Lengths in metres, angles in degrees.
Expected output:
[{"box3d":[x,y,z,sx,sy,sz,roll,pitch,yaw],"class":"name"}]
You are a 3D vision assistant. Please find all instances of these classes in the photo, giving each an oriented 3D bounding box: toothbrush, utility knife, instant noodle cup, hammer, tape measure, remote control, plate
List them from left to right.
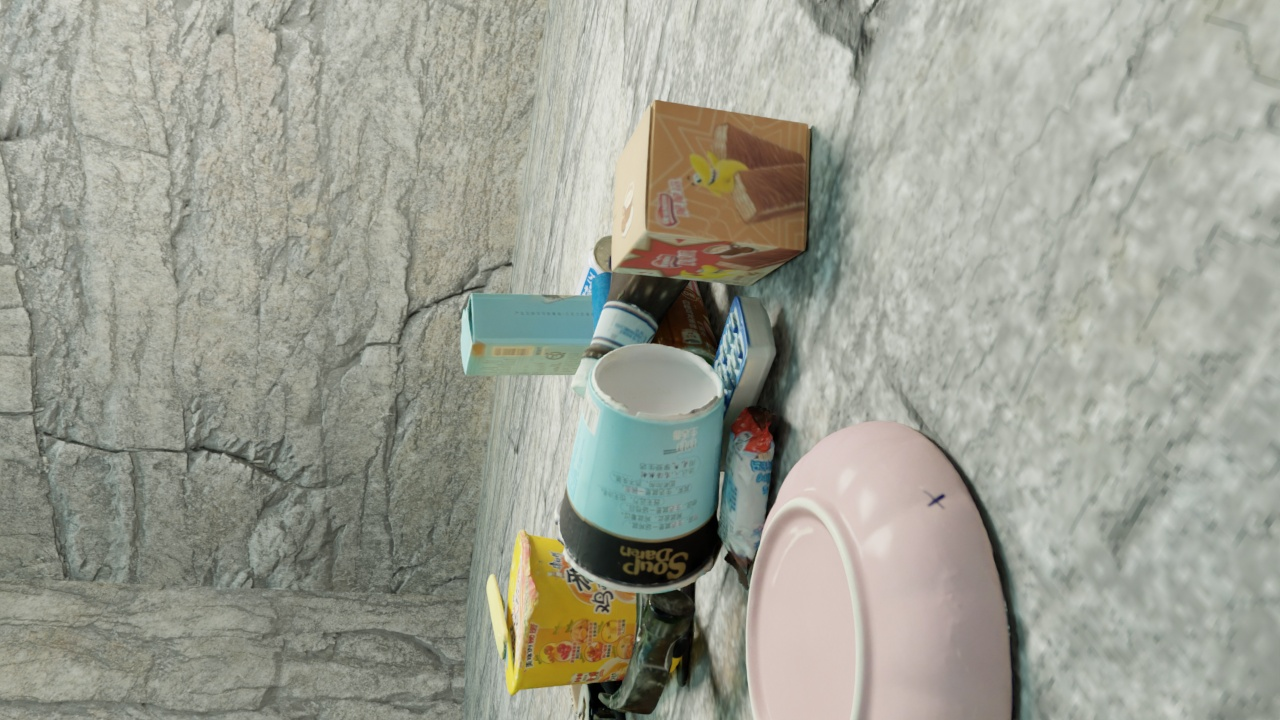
[{"box3d":[-0.132,0.235,0.839,0.167,0.018,0.031,-133,45,-77],"class":"utility knife"},{"box3d":[-0.056,0.221,0.801,0.138,0.109,0.138,-175,91,-78],"class":"instant noodle cup"},{"box3d":[-0.039,0.331,0.852,0.065,0.033,0.066,-120,38,-72],"class":"tape measure"},{"box3d":[-0.030,0.285,0.844,0.026,0.027,0.212,-37,21,3],"class":"toothbrush"},{"box3d":[-0.004,0.133,0.711,0.322,0.032,0.126,-96,21,-62],"class":"hammer"},{"box3d":[0.006,0.235,0.697,0.210,0.015,0.033,109,163,-56],"class":"utility knife"},{"box3d":[0.005,0.059,0.555,0.111,0.111,0.121,-104,18,-56],"class":"instant noodle cup"},{"box3d":[0.032,0.142,0.662,0.016,0.018,0.181,161,112,-68],"class":"toothbrush"},{"box3d":[0.058,0.017,0.572,0.125,0.024,0.049,104,165,-50],"class":"remote control"},{"box3d":[0.082,0.119,0.387,0.192,0.039,0.192,-175,91,-77],"class":"plate"}]

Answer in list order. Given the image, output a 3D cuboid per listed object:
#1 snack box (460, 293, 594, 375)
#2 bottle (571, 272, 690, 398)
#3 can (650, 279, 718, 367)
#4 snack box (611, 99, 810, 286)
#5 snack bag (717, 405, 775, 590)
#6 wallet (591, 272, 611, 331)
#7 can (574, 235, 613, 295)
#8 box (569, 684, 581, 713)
[{"box3d":[-0.072,-0.022,0.829,0.074,0.174,0.051,124,144,-64],"class":"snack box"},{"box3d":[0.008,-0.060,0.626,0.080,0.044,0.194,-14,49,64],"class":"bottle"},{"box3d":[0.022,-0.026,0.677,0.147,0.058,0.058,-102,22,-53],"class":"can"},{"box3d":[0.039,-0.095,0.548,0.093,0.094,0.077,149,125,-74],"class":"snack box"},{"box3d":[0.061,0.076,0.532,0.045,0.026,0.105,-139,55,-72],"class":"snack bag"},{"box3d":[-0.004,0.004,0.726,0.106,0.040,0.132,53,-162,-36],"class":"wallet"},{"box3d":[-0.040,-0.078,0.986,0.135,0.053,0.053,119,154,-60],"class":"can"},{"box3d":[-0.073,0.299,0.961,0.162,0.076,0.088,-122,17,-69],"class":"box"}]
